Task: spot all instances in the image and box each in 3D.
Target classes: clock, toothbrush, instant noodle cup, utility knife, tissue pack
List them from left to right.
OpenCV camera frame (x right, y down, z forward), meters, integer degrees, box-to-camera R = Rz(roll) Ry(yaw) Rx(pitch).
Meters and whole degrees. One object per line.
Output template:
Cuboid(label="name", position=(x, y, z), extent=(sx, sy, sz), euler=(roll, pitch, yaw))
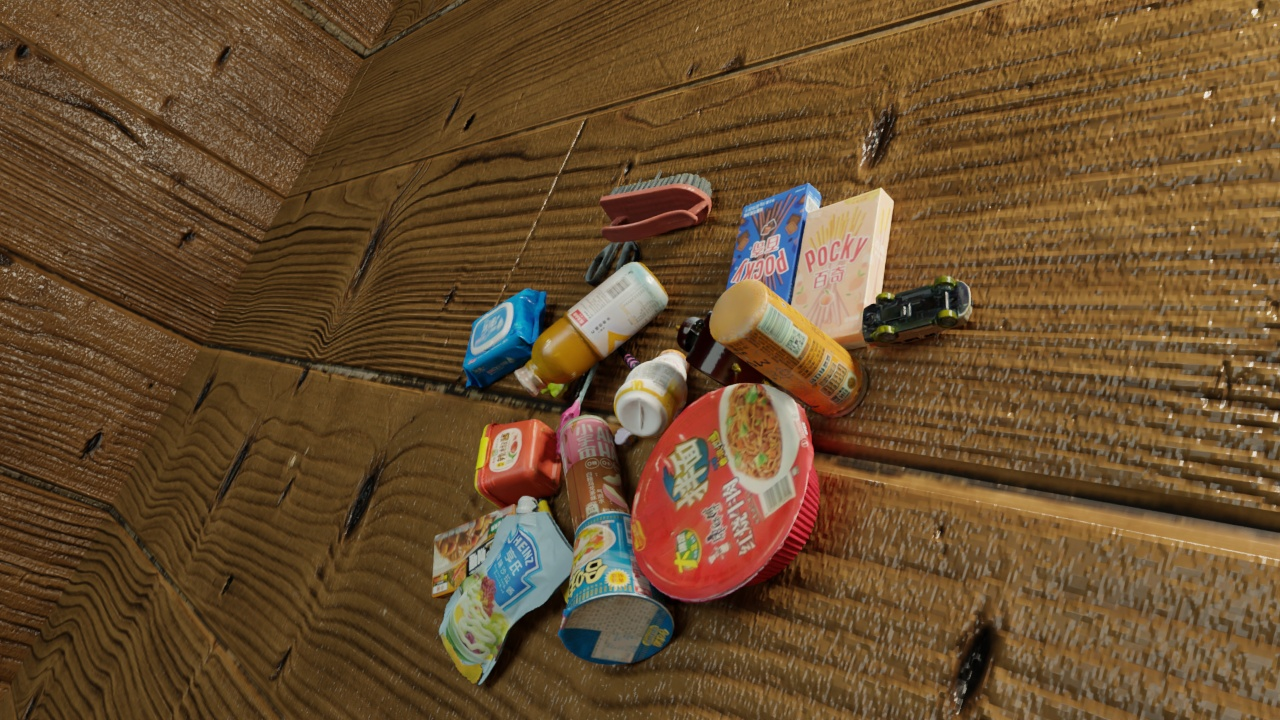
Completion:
Cuboid(label="tissue pack", position=(-0.187, -0.029, 1.233), extent=(0.158, 0.052, 0.094), euler=(-29, 43, 35))
Cuboid(label="utility knife", position=(-0.084, 0.207, 0.950), extent=(0.033, 0.015, 0.193), euler=(-67, 30, 22))
Cuboid(label="instant noodle cup", position=(-0.024, 0.197, 0.824), extent=(0.099, 0.099, 0.109), euler=(-40, 30, 23))
Cuboid(label="toothbrush", position=(-0.006, 0.006, 1.016), extent=(0.014, 0.018, 0.189), euler=(-48, 36, 2))
Cuboid(label="toothbrush", position=(0.045, 0.070, 0.900), extent=(0.190, 0.021, 0.029), euler=(-8, 25, 46))
Cuboid(label="clock", position=(0.081, -0.009, 0.865), extent=(0.122, 0.082, 0.055), euler=(36, 98, 53))
Cuboid(label="instant noodle cup", position=(0.081, 0.118, 0.777), extent=(0.194, 0.066, 0.193), euler=(-32, 41, 33))

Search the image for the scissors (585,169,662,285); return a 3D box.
Cuboid(label="scissors", position=(-0.019, -0.164, 1.171), extent=(0.171, 0.014, 0.159), euler=(-43, 36, 17))

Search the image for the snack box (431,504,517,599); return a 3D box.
Cuboid(label="snack box", position=(-0.182, 0.219, 1.042), extent=(0.154, 0.026, 0.075), euler=(-26, 56, 37))

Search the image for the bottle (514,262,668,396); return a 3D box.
Cuboid(label="bottle", position=(-0.057, -0.032, 1.028), extent=(0.189, 0.068, 0.068), euler=(-39, 35, -1))

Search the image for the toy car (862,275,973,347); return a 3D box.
Cuboid(label="toy car", position=(0.227, -0.037, 0.748), extent=(0.091, 0.035, 0.042), euler=(-17, 52, 36))

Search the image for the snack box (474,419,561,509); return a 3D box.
Cuboid(label="snack box", position=(-0.134, 0.116, 1.037), extent=(0.080, 0.082, 0.091), euler=(-17, 50, 26))

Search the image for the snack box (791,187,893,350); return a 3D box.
Cuboid(label="snack box", position=(0.183, -0.079, 0.843), extent=(0.085, 0.026, 0.157), euler=(-14, 53, 45))

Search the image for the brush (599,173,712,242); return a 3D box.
Cuboid(label="brush", position=(0.020, -0.175, 1.080), extent=(0.146, 0.063, 0.069), euler=(-3, 48, 39))

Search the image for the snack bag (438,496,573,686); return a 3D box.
Cuboid(label="snack bag", position=(-0.140, 0.235, 0.950), extent=(0.191, 0.038, 0.110), euler=(-55, 41, 16))

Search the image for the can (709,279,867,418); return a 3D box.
Cuboid(label="can", position=(0.123, -0.008, 0.752), extent=(0.058, 0.146, 0.058), euler=(-31, 42, 33))

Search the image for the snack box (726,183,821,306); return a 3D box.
Cuboid(label="snack box", position=(0.131, -0.099, 0.922), extent=(0.085, 0.026, 0.156), euler=(-14, 53, 44))

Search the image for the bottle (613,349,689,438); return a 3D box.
Cuboid(label="bottle", position=(0.017, 0.029, 0.912), extent=(0.063, 0.063, 0.108), euler=(-30, 14, 33))

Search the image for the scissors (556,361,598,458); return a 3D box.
Cuboid(label="scissors", position=(-0.070, 0.041, 1.033), extent=(0.017, 0.077, 0.137), euler=(16, 67, 11))

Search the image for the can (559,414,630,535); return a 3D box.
Cuboid(label="can", position=(-0.047, 0.125, 0.933), extent=(0.058, 0.058, 0.147), euler=(-41, 37, 21))

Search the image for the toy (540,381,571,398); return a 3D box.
Cuboid(label="toy", position=(-0.086, -0.002, 1.107), extent=(0.097, 0.031, 0.100), euler=(11, 72, 56))
